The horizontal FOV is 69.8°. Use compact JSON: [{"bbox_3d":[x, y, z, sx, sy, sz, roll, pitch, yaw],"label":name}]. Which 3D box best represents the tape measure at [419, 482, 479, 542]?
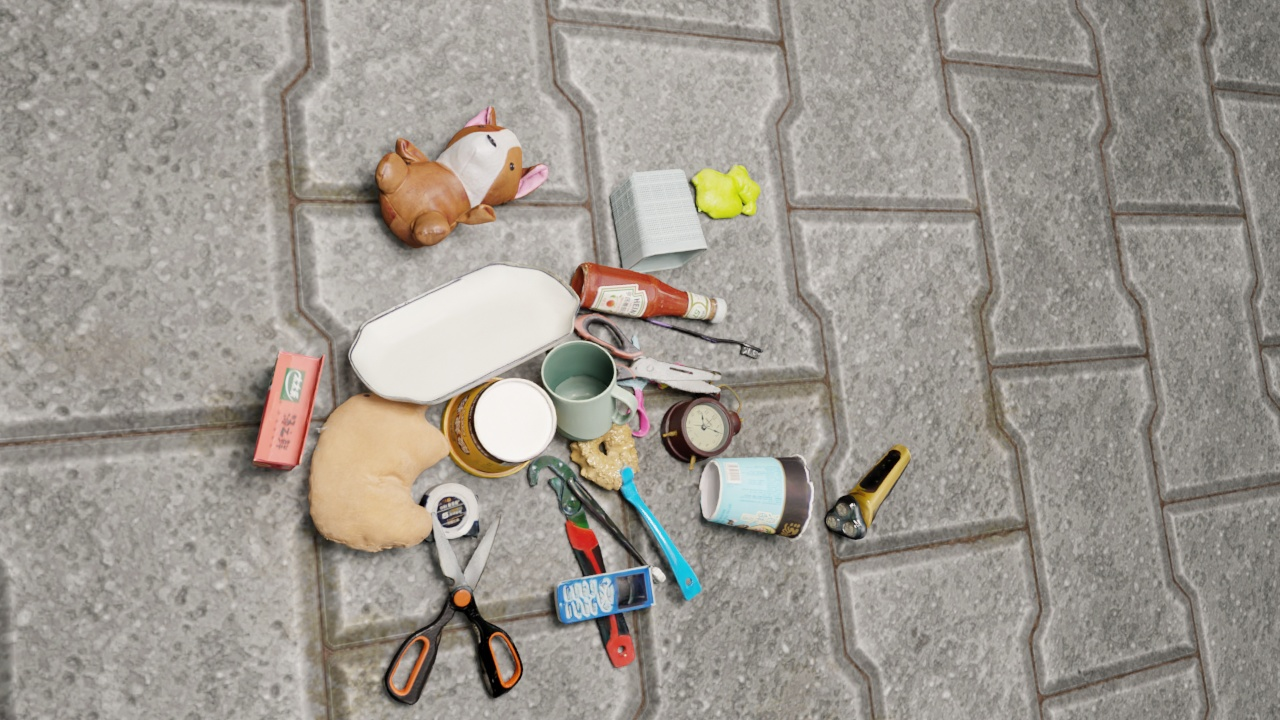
[{"bbox_3d":[-0.217,0.171,1.041,0.065,0.034,0.066,0,85,-25],"label":"tape measure"}]

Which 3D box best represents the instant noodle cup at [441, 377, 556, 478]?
[{"bbox_3d":[-0.156,0.072,1.039,0.118,0.115,0.118,4,81,-23],"label":"instant noodle cup"}]

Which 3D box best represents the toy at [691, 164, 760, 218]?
[{"bbox_3d":[0.118,-0.228,1.254,0.096,0.031,0.100,49,66,-12],"label":"toy"}]

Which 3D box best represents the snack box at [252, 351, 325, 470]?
[{"bbox_3d":[-0.364,0.053,0.942,0.044,0.127,0.113,13,76,-22],"label":"snack box"}]

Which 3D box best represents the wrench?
[{"bbox_3d":[-0.065,0.240,1.107,0.056,0.016,0.273,-23,92,-25],"label":"wrench"}]

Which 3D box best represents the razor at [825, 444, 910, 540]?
[{"bbox_3d":[0.322,0.177,1.270,0.167,0.062,0.068,-43,130,-28],"label":"razor"}]

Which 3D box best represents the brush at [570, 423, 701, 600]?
[{"bbox_3d":[0.001,0.180,1.124,0.083,0.046,0.254,-32,89,-29],"label":"brush"}]

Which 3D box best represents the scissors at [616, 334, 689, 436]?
[{"bbox_3d":[0.003,0.033,1.171,0.133,0.017,0.134,2,81,-19],"label":"scissors"}]

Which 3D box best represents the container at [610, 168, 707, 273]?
[{"bbox_3d":[0.018,-0.178,1.171,0.089,0.090,0.111,-11,83,-25],"label":"container"}]

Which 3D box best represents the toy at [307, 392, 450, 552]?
[{"bbox_3d":[-0.282,0.094,1.003,0.143,0.083,0.225,16,70,-19],"label":"toy"}]

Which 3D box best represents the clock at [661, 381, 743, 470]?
[{"bbox_3d":[0.082,0.080,1.176,0.121,0.055,0.082,-42,98,-25],"label":"clock"}]

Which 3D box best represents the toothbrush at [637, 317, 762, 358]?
[{"bbox_3d":[0.080,-0.031,1.216,0.189,0.014,0.016,15,88,-21],"label":"toothbrush"}]

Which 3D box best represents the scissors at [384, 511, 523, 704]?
[{"bbox_3d":[-0.199,0.286,1.025,0.227,0.022,0.220,48,72,-18],"label":"scissors"}]

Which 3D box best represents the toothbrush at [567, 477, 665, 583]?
[{"bbox_3d":[-0.029,0.208,1.120,0.181,0.018,0.015,50,61,-14],"label":"toothbrush"}]

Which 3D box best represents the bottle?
[{"bbox_3d":[0.014,-0.079,1.169,0.206,0.060,0.059,10,78,-24],"label":"bottle"}]

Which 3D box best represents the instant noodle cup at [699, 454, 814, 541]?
[{"bbox_3d":[0.142,0.170,1.169,0.120,0.111,0.111,6,79,-15],"label":"instant noodle cup"}]

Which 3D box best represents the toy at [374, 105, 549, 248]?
[{"bbox_3d":[-0.209,-0.216,1.063,0.199,0.131,0.140,-36,91,-34],"label":"toy"}]

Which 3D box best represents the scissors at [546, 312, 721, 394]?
[{"bbox_3d":[-0.004,-0.006,1.149,0.204,0.015,0.198,-26,80,-17],"label":"scissors"}]

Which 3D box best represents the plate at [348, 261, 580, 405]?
[{"bbox_3d":[-0.195,-0.027,1.045,0.265,0.034,0.162,-30,53,-27],"label":"plate"}]

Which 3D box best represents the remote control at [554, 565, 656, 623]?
[{"bbox_3d":[-0.041,0.277,1.088,0.124,0.024,0.049,-4,83,-24],"label":"remote control"}]

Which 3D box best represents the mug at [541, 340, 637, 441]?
[{"bbox_3d":[-0.056,0.044,1.063,0.112,0.106,0.082,18,59,12],"label":"mug"}]
